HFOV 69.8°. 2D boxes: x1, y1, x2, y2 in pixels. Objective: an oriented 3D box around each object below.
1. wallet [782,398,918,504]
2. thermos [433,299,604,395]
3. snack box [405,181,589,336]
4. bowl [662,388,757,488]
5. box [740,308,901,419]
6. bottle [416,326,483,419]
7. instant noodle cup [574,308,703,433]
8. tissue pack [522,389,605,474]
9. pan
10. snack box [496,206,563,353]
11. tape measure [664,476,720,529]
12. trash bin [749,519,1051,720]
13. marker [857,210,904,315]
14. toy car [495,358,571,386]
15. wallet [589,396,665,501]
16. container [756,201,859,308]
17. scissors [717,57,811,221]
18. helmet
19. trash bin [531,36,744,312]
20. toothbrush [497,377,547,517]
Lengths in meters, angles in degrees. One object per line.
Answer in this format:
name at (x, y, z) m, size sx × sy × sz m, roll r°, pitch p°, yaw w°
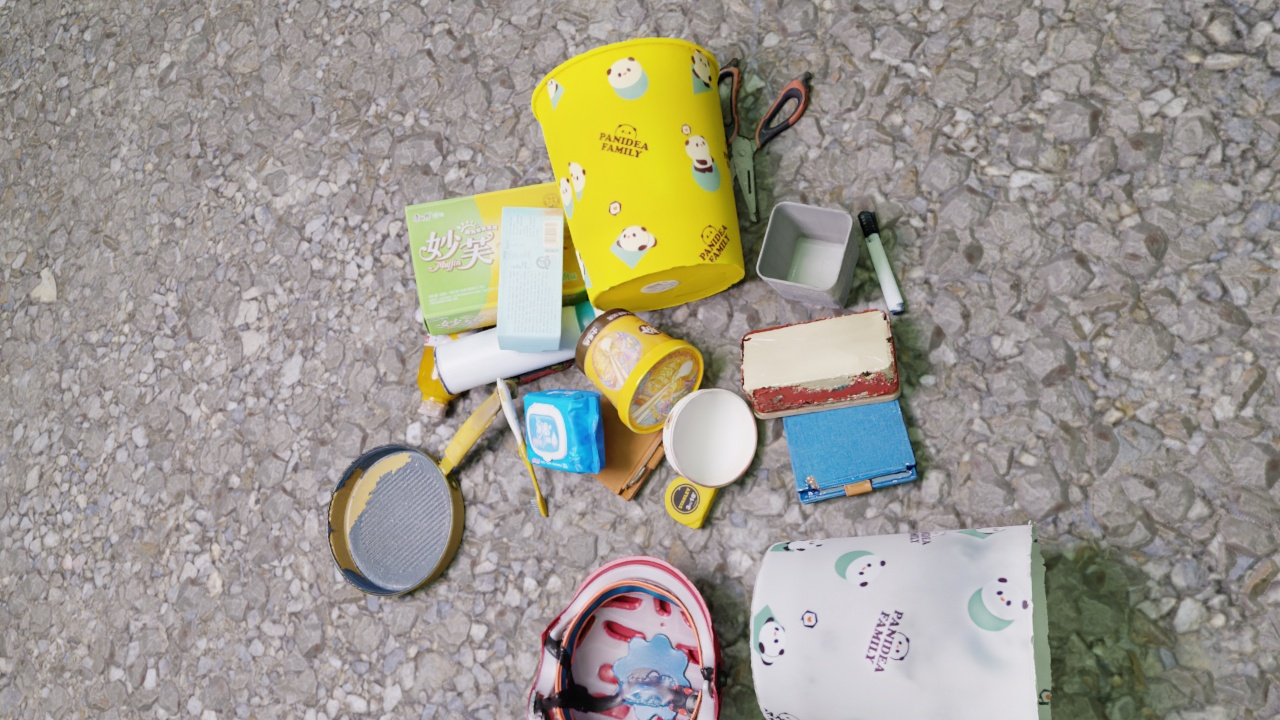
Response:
wallet at (0.232, 0.097, 1.022) m, size 0.133 × 0.040 × 0.106 m, roll -16°, pitch 66°, yaw 17°
thermos at (-0.140, -0.021, 1.143) m, size 0.224 × 0.073 × 0.073 m, roll -17°, pitch 73°, yaw 4°
snack box at (-0.182, -0.130, 1.168) m, size 0.210 × 0.070 × 0.157 m, roll -11°, pitch 74°, yaw -10°
bowl at (0.072, 0.088, 1.062) m, size 0.062 × 0.113 × 0.113 m, roll -1°, pitch 75°, yaw 64°
box at (0.197, 0.002, 1.019) m, size 0.168 × 0.080 × 0.091 m, roll -10°, pitch 55°, yaw 19°
bottle at (-0.252, -0.017, 1.217) m, size 0.068 × 0.068 × 0.189 m, roll 13°, pitch 84°, yaw 23°
instant noodle cup at (-0.006, 0.006, 1.071) m, size 0.114 × 0.118 × 0.118 m, roll 39°, pitch 94°, yaw 35°
tissue pack at (-0.095, 0.082, 1.084) m, size 0.157 × 0.052 × 0.095 m, roll 1°, pitch 98°, yaw 55°
pan at (-0.272, 0.154, 1.185) m, size 0.358 × 0.078 × 0.197 m, roll -42°, pitch 68°, yaw 9°
snack box at (-0.130, -0.098, 1.096) m, size 0.074 × 0.052 × 0.174 m, roll 1°, pitch 70°, yaw -4°
tape measure at (0.059, 0.164, 1.080) m, size 0.057 × 0.029 × 0.060 m, roll 23°, pitch 88°, yaw 23°
trash bin at (0.255, 0.270, 0.888) m, size 0.252 × 0.229 × 0.229 m, roll -5°, pitch 77°, yaw 26°
marker at (0.279, -0.114, 1.058) m, size 0.023 × 0.018 × 0.130 m, roll -18°, pitch 73°, yaw 7°
toy car at (-0.142, 0.001, 1.188) m, size 0.106 × 0.031 × 0.049 m, roll -19°, pitch 71°, yaw 5°
wallet at (-0.017, 0.091, 1.123) m, size 0.108 × 0.031 × 0.132 m, roll 34°, pitch 90°, yaw 25°
container at (0.195, -0.113, 1.037) m, size 0.090 × 0.114 × 0.090 m, roll 14°, pitch 85°, yaw 23°
scissors at (0.134, -0.281, 1.149) m, size 0.227 × 0.015 × 0.189 m, roll -44°, pitch 67°, yaw 8°
helmet at (0.000, 0.347, 1.008) m, size 0.207 × 0.144 × 0.239 m, roll 9°, pitch 68°, yaw 22°
trash bin at (0.006, -0.203, 1.080) m, size 0.230 × 0.229 × 0.255 m, roll -14°, pitch 80°, yaw 18°
toothbrush at (-0.148, 0.109, 1.131) m, size 0.018 × 0.016 × 0.191 m, roll -11°, pitch 107°, yaw 18°
